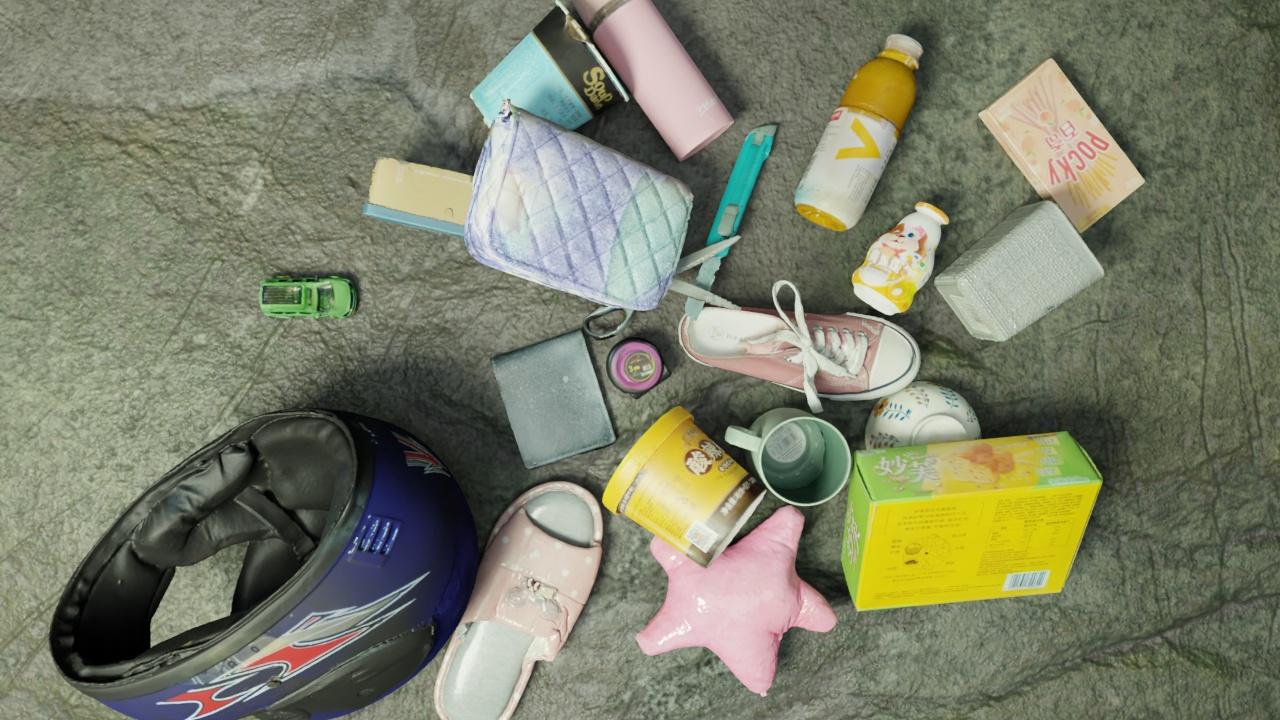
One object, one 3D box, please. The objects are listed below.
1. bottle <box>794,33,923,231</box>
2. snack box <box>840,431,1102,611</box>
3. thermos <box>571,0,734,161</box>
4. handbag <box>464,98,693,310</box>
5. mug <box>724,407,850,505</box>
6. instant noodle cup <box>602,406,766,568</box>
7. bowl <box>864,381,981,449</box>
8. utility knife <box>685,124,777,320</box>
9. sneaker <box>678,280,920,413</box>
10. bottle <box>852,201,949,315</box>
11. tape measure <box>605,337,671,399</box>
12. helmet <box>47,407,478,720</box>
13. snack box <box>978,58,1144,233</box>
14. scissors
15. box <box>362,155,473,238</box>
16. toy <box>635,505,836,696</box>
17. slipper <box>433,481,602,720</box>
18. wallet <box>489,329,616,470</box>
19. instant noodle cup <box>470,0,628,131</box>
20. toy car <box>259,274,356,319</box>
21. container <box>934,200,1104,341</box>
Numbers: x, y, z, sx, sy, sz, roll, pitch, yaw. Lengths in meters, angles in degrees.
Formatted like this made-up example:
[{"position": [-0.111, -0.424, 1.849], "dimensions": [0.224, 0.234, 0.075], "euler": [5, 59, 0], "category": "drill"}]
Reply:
[{"position": [0.215, -0.221, 0.885], "dimensions": [0.068, 0.068, 0.189], "euler": [26, 91, -3], "category": "bottle"}, {"position": [0.304, 0.154, 0.869], "dimensions": [0.210, 0.070, 0.158], "euler": [-5, 127, -2], "category": "snack box"}, {"position": [0.014, -0.295, 0.882], "dimensions": [0.087, 0.067, 0.198], "euler": [-36, 92, -32], "category": "thermos"}, {"position": [-0.055, -0.127, 0.806], "dimensions": [0.193, 0.076, 0.134], "euler": [19, 86, -33], "category": "handbag"}, {"position": [0.133, 0.085, 0.877], "dimensions": [0.112, 0.106, 0.082], "euler": [17, 92, -3], "category": "mug"}, {"position": [0.044, 0.122, 0.855], "dimensions": [0.114, 0.118, 0.118], "euler": [38, 91, 15], "category": "instant noodle cup"}, {"position": [0.285, 0.078, 0.905], "dimensions": [0.113, 0.062, 0.113], "euler": [0, 92, -1], "category": "bowl"}, {"position": [0.086, -0.138, 0.892], "dimensions": [0.029, 0.013, 0.216], "euler": [18, 80, 19], "category": "utility knife"}, {"position": [0.157, -0.011, 0.883], "dimensions": [0.241, 0.088, 0.118], "euler": [10, 92, -2], "category": "sneaker"}, {"position": [0.256, -0.101, 0.895], "dimensions": [0.063, 0.063, 0.108], "euler": [33, 91, -3], "category": "bottle"}, {"position": [-0.005, 0.005, 0.903], "dimensions": [0.057, 0.039, 0.058], "euler": [-38, 98, 0], "category": "tape measure"}, {"position": [-0.292, 0.196, 0.798], "dimensions": [0.315, 0.240, 0.247], "euler": [-34, 49, -5], "category": "helmet"}, {"position": [0.419, -0.212, 0.914], "dimensions": [0.084, 0.026, 0.157], "euler": [-39, 93, 0], "category": "snack box"}, {"position": [0.013, -0.082, 0.885], "dimensions": [0.181, 0.014, 0.159], "euler": [-38, 77, 11], "category": "scissors"}, {"position": [-0.172, -0.145, 0.866], "dimensions": [0.184, 0.090, 0.060], "euler": [10, 93, 0], "category": "box"}, {"position": [0.088, 0.244, 0.898], "dimensions": [0.194, 0.074, 0.178], "euler": [-14, 85, 2], "category": "toy"}, {"position": [-0.122, 0.246, 0.901], "dimensions": [0.114, 0.054, 0.274], "euler": [27, 92, -3], "category": "slipper"}, {"position": [-0.086, 0.040, 0.912], "dimensions": [0.097, 0.019, 0.121], "euler": [-17, 95, -2], "category": "wallet"}, {"position": [-0.091, -0.255, 0.859], "dimensions": [0.120, 0.111, 0.111], "euler": [-36, 93, 7], "category": "instant noodle cup"}, {"position": [-0.323, -0.061, 0.890], "dimensions": [0.091, 0.036, 0.043], "euler": [-1, 91, -6], "category": "toy car"}, {"position": [0.360, -0.082, 0.889], "dimensions": [0.114, 0.090, 0.090], "euler": [-37, 93, 3], "category": "container"}]
